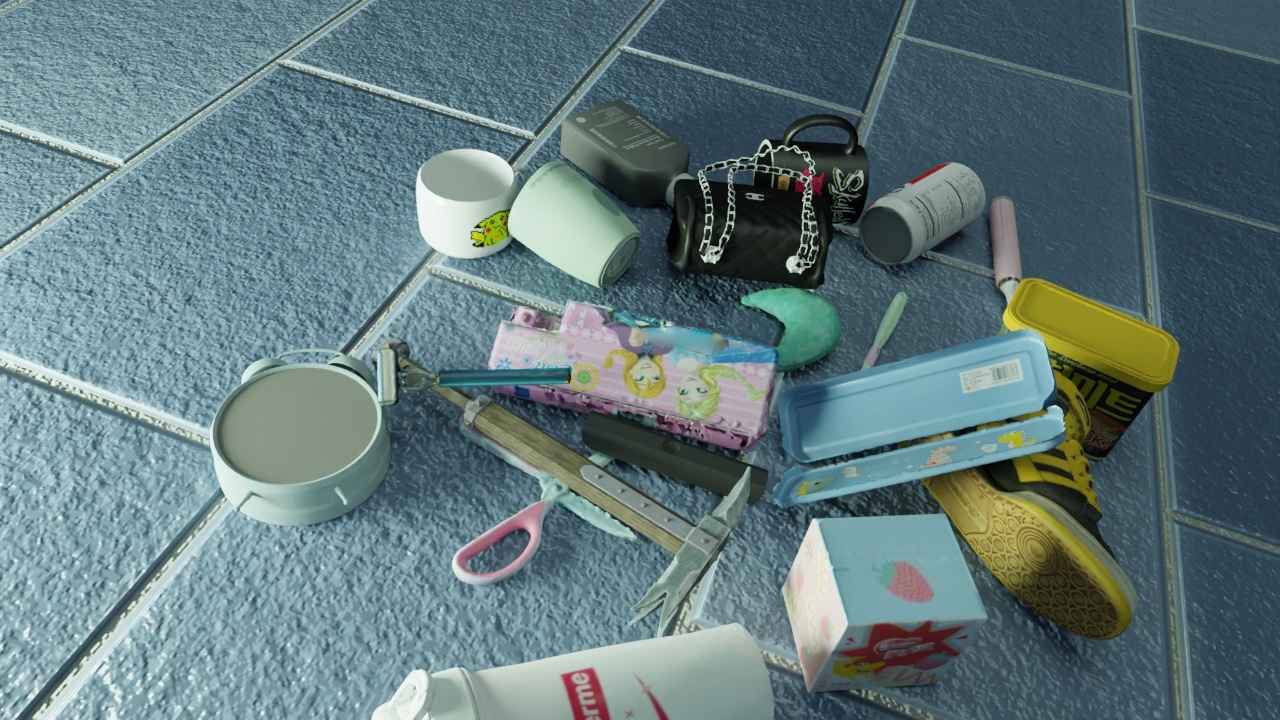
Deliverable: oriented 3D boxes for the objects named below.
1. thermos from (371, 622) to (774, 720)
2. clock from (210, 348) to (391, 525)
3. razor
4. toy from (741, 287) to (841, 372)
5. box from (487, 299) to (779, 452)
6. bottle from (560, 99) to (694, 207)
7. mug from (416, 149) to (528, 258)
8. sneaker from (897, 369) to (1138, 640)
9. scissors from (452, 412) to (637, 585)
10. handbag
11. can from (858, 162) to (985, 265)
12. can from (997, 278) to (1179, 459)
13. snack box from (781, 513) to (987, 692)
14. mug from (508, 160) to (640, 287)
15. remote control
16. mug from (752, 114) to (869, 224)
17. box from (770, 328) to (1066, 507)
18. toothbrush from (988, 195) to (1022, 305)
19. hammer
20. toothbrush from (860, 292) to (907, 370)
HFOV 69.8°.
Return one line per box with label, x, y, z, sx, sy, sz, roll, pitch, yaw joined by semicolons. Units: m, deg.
thermos;-0.037;0.206;0.525;0.220;0.100;0.099;-8;47;-21
clock;-0.249;0.049;0.679;0.122;0.045;0.159;-2;47;-12
razor;-0.123;0.013;0.688;0.143;0.022;0.042;0;81;-17
toy;0.137;-0.030;0.827;0.085;0.033;0.105;-7;44;4
box;-0.004;0.003;0.743;0.230;0.071;0.084;13;45;4
bottle;0.001;-0.209;0.969;0.083;0.046;0.174;-30;56;-32
mug;-0.155;-0.151;0.873;0.115;0.068;0.094;-27;55;-30
sneaker;0.303;0.092;0.688;0.122;0.086;0.238;-17;47;-18
scissors;-0.084;0.093;0.683;0.170;0.013;0.177;-32;58;-33
handbag;0.106;-0.132;0.849;0.153;0.115;0.125;10;29;-3
can;0.289;-0.150;0.939;0.131;0.070;0.070;-30;57;-32
can;0.357;0.008;0.771;0.131;0.101;0.072;27;48;18
snack box;0.154;0.158;0.597;0.093;0.095;0.079;0;46;-10
mug;-0.051;-0.124;0.863;0.104;0.084;0.111;37;22;12
remote control;0.026;0.073;0.710;0.147;0.015;0.033;19;44;4
mug;0.176;-0.196;0.932;0.098;0.118;0.081;1;46;-7
box;0.199;0.050;0.677;0.210;0.043;0.124;-18;38;27
toothbrush;0.371;-0.095;0.928;0.027;0.027;0.222;27;45;-9
hammer;-0.075;0.060;0.681;0.317;0.028;0.146;29;54;19
toothbrush;0.219;-0.018;0.838;0.022;0.015;0.154;26;47;14
